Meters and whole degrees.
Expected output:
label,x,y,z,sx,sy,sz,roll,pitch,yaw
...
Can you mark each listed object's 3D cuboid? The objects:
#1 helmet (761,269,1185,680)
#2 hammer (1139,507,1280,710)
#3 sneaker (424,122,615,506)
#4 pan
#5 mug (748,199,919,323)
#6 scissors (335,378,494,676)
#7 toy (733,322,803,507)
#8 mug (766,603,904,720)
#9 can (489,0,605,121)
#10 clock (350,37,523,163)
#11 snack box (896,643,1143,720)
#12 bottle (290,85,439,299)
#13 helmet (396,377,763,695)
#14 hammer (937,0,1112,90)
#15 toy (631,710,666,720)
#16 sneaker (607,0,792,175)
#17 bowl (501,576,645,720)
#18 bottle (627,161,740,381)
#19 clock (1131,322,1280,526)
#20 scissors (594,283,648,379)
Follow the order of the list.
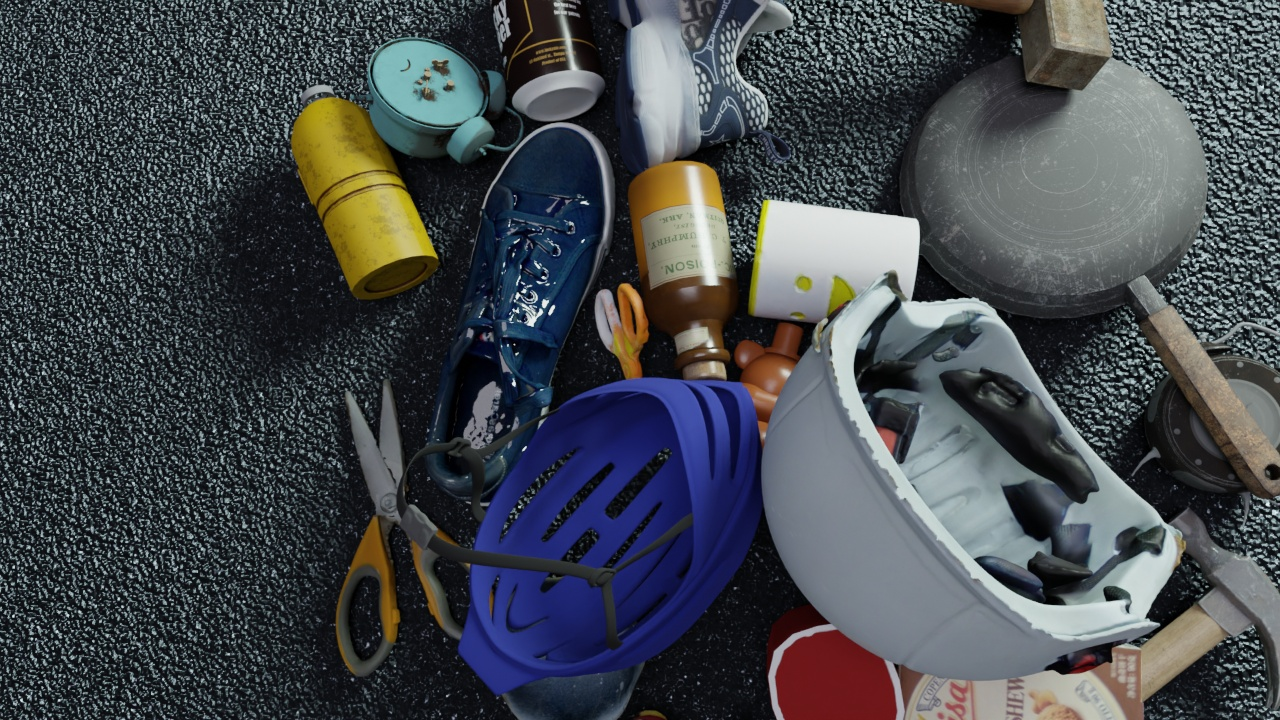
label,x,y,z,sx,sy,sz,roll,pitch,yaw
helmet,0.167,0.085,0.545,0.164,0.263,0.236,-49,65,33
hammer,0.281,0.247,0.608,0.331,0.030,0.119,-40,67,4
sneaker,-0.089,-0.040,0.652,0.121,0.127,0.294,14,84,11
pan,0.319,-0.066,0.611,0.208,0.040,0.356,-29,70,3
mug,0.133,-0.066,0.642,0.106,0.082,0.082,7,85,8
scissors,-0.175,0.125,0.700,0.166,0.016,0.225,-2,82,8
toy,0.088,0.037,0.656,0.095,0.065,0.127,17,77,4
mug,0.129,0.224,0.603,0.080,0.096,0.116,-15,82,6
can,-0.074,-0.253,0.697,0.072,0.072,0.128,-14,82,6
clock,-0.150,-0.194,0.700,0.124,0.053,0.089,23,55,-12
snack box,0.239,0.247,0.590,0.147,0.041,0.143,2,79,20
bottle,-0.220,-0.135,0.707,0.071,0.071,0.163,-26,81,4
helmet,-0.031,0.083,0.539,0.148,0.227,0.241,35,83,33
hammer,0.163,-0.280,0.628,0.301,0.037,0.157,8,64,-5
toy,0.043,0.292,0.629,0.137,0.067,0.105,35,85,2
sneaker,0.046,-0.272,0.682,0.132,0.103,0.269,-2,84,-7
bowl,-0.048,0.203,0.652,0.110,0.055,0.110,-1,84,8
bottle,0.034,-0.057,0.652,0.068,0.068,0.156,-10,74,7
clock,0.390,0.038,0.612,0.091,0.044,0.122,26,84,14
scissors,-0.011,0.006,0.680,0.012,0.084,0.133,-15,107,-24
